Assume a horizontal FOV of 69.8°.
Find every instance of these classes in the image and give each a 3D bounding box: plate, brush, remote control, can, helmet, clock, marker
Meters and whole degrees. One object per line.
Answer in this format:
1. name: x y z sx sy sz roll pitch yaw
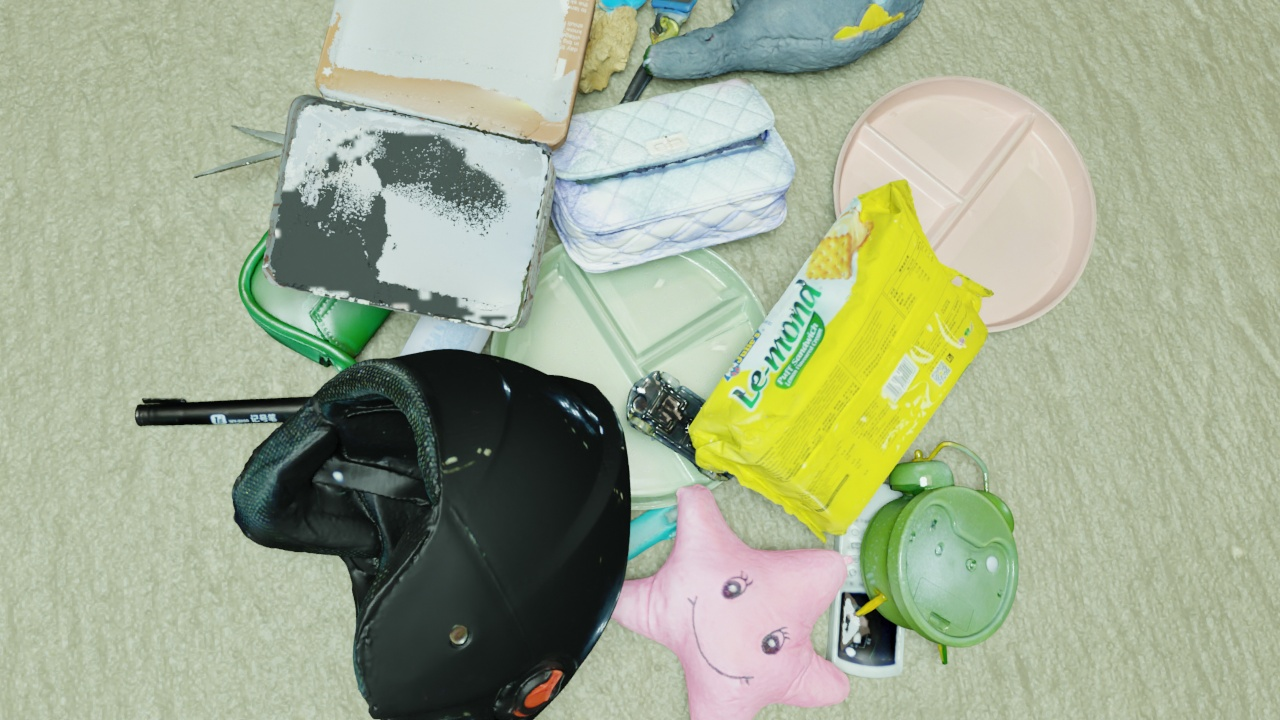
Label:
1. plate: -0.004 0.004 0.735 0.230 0.027 0.230 1 79 -4
2. brush: 0.012 -0.326 0.773 0.254 0.046 0.083 -43 75 1
3. remote control: 0.181 0.171 0.722 0.058 0.021 0.150 7 78 -3
4. can: -0.148 -0.016 0.705 0.053 0.053 0.134 28 88 1
5. plate: 0.274 -0.133 0.784 0.229 0.028 0.229 1 78 -5
6. helmet: -0.119 0.123 0.604 0.229 0.234 0.275 -15 117 -34
7. clock: 0.230 0.139 0.700 0.116 0.056 0.161 32 70 -19
8. marker: -0.318 0.039 0.707 0.132 0.020 0.022 -2 63 -4

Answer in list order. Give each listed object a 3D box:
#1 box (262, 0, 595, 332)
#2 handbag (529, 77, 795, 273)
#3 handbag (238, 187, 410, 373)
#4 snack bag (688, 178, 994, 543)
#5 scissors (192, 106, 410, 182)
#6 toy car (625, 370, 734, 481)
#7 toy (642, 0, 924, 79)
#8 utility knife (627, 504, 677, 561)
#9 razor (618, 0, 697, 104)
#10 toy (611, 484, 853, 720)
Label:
1. box: -0.140 -0.163 0.632 0.178 0.088 0.262 12 93 -3
2. handbag: 0.020 -0.153 0.729 0.193 0.076 0.134 -16 58 -13
3. handbag: -0.230 -0.061 0.708 0.120 0.068 0.131 34 79 2
4. snack bag: 0.158 0.010 0.676 0.158 0.068 0.246 38 86 -35
5. scissors: -0.260 -0.166 0.720 0.176 0.014 0.159 -23 43 -19
6. toy car: 0.035 0.050 0.698 0.105 0.031 0.049 35 77 -9
7. toy: 0.163 -0.317 0.779 0.355 0.091 0.138 -38 73 -12
8. utility knife: -0.037 0.160 0.710 0.193 0.013 0.029 -31 82 -10
9. razor: 0.005 -0.250 0.787 0.043 0.022 0.142 21 81 34
10. toy: 0.074 0.182 0.682 0.178 0.074 0.194 -31 84 -1
